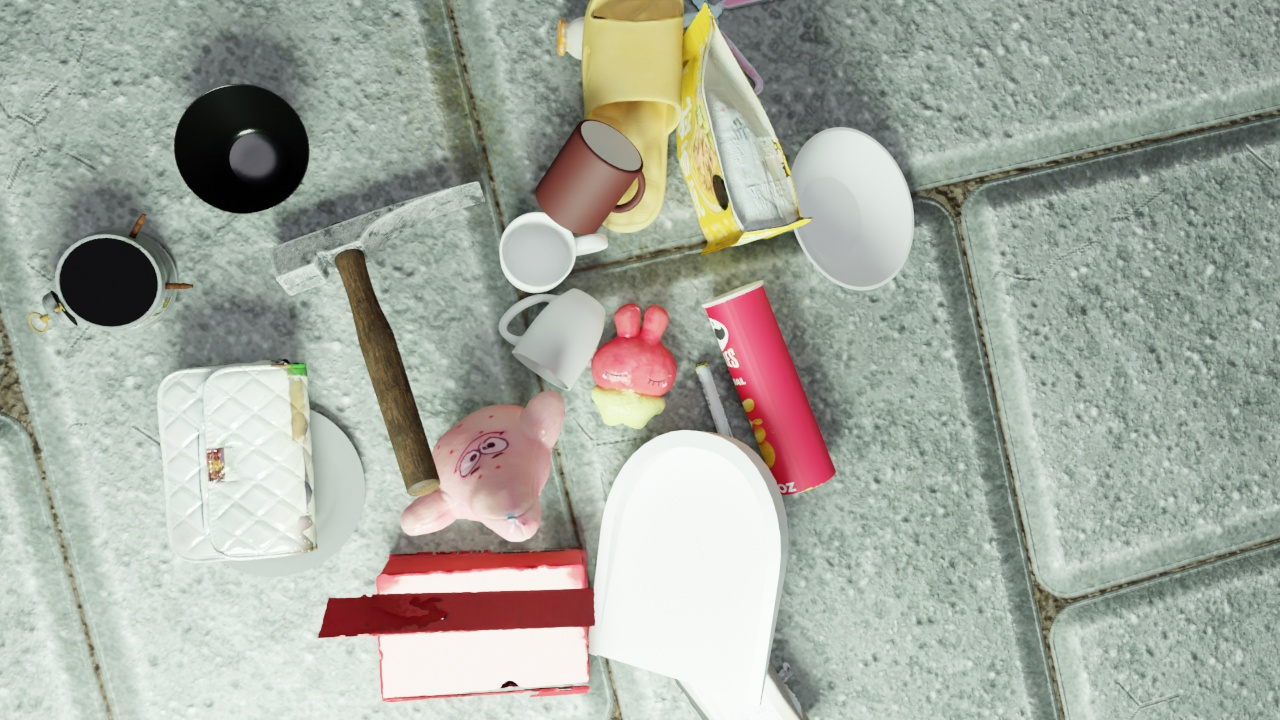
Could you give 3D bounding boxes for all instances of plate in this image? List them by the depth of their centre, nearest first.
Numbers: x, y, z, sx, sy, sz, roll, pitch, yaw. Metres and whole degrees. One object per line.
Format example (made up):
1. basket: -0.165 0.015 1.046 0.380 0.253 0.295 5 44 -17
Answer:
1. plate: -0.373 0.131 0.937 0.178 0.012 0.178 0 92 -8
2. plate: 0.216 -0.159 0.982 0.173 0.036 0.174 4 83 -29

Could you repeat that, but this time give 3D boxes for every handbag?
1. handbag: -0.389 0.099 0.890 0.138 0.072 0.195 -4 93 -9

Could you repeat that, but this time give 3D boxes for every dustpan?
1. dustpan: 0.048 0.200 0.933 0.192 0.053 0.257 10 89 21

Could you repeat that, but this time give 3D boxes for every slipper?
1. slipper: -0.010 -0.253 0.906 0.099 0.078 0.264 1 113 -4

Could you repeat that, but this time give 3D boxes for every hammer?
1. hammer: -0.213 -0.023 0.878 0.217 0.037 0.300 -22 67 -7

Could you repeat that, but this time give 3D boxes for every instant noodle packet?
1. instant noodle packet: 0.079 -0.223 0.915 0.084 0.163 0.221 -19 94 -6

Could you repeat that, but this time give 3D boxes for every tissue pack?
1. tissue pack: 0.110 0.353 0.992 0.104 0.071 0.181 -35 93 10

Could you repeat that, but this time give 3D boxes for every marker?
1. marker: 0.089 0.071 0.998 0.017 0.017 0.146 -21 95 -7

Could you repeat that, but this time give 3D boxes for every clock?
1. clock: -0.521 -0.070 0.888 0.147 0.056 0.104 -32 105 -11

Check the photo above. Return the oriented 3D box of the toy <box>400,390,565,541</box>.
1. toy: -0.138 0.106 0.857 0.192 0.237 0.097 -41 111 -5

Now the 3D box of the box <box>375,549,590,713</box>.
1. box: -0.164 0.328 1.045 0.213 0.375 0.148 -3 61 -4

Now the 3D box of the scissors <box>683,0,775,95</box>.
1. scissors: 0.092 -0.359 0.987 0.170 0.013 0.175 -16 94 -7

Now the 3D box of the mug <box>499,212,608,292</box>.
1. mug: -0.087 -0.111 0.930 0.110 0.090 0.074 -12 93 -8

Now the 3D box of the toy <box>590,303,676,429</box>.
1. toy: -0.006 0.006 0.968 0.091 0.045 0.135 12 96 -10

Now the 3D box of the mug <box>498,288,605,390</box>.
1. mug: -0.093 -0.034 0.951 0.107 0.071 0.089 29 78 20

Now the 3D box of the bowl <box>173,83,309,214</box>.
1. bowl: -0.385 -0.203 0.905 0.124 0.052 0.124 0 92 -8

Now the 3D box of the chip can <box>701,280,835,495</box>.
1. chip can: 0.137 0.030 0.977 0.069 0.069 0.220 -23 95 -7

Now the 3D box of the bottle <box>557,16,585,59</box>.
1. bottle: -0.031 -0.330 0.945 0.108 0.063 0.063 1 91 -9

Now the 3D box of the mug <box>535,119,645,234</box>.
1. mug: -0.037 -0.173 0.889 0.105 0.083 0.073 8 47 -38
